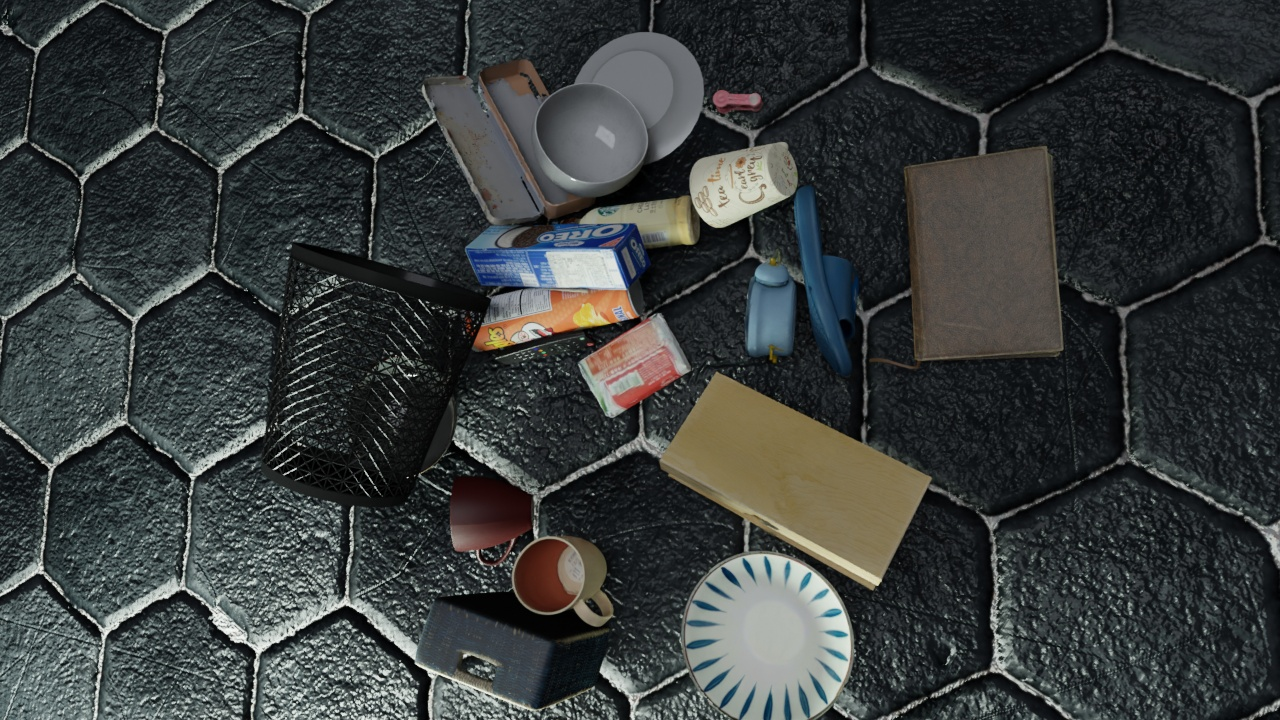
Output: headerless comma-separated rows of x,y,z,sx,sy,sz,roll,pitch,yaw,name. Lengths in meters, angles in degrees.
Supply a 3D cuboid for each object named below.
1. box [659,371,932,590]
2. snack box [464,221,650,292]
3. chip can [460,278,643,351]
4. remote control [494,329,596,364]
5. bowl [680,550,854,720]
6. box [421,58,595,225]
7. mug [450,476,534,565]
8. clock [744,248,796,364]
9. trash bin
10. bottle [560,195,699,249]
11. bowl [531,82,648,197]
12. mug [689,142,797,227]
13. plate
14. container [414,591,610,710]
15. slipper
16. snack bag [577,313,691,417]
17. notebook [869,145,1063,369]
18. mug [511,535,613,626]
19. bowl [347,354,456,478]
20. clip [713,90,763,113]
0.160,0.120,0.955,0.249,0.122,0.140,28,94,18,box
-0.100,-0.120,1.061,0.227,0.059,0.059,6,129,35,snack box
-0.105,-0.061,1.091,0.211,0.062,0.062,-12,79,16,chip can
-0.115,-0.015,1.102,0.125,0.039,0.010,-13,68,21,remote control
0.136,0.288,0.962,0.177,0.071,0.177,-3,82,18,bowl
-0.159,-0.265,1.106,0.153,0.059,0.216,-21,74,-25,box
-0.170,0.190,1.077,0.088,0.087,0.114,-2,109,-1,mug
0.143,-0.060,1.000,0.052,0.088,0.124,4,86,13,clock
-0.304,0.018,1.014,0.217,0.216,0.243,18,94,19,trash bin
-0.014,-0.156,1.079,0.162,0.056,0.056,-4,81,17,bottle
-0.062,-0.250,1.072,0.131,0.064,0.131,4,72,-12,bowl
0.127,-0.210,1.026,0.097,0.121,0.081,-11,120,42,mug
-0.009,-0.324,1.121,0.173,0.019,0.172,-3,82,17,plate
-0.130,0.303,0.982,0.145,0.187,0.071,14,83,19,container
0.203,-0.089,0.980,0.059,0.104,0.213,-11,75,13,slipper
-0.006,0.006,1.065,0.116,0.036,0.077,-32,73,11,snack bag
0.336,-0.103,0.961,0.190,0.034,0.215,-4,88,21,notebook
-0.073,0.246,1.016,0.085,0.104,0.111,-45,73,7,mug
-0.282,0.070,1.132,0.151,0.056,0.150,-2,82,17,bowl
0.113,-0.305,1.071,0.059,0.038,0.022,4,80,14,clip
